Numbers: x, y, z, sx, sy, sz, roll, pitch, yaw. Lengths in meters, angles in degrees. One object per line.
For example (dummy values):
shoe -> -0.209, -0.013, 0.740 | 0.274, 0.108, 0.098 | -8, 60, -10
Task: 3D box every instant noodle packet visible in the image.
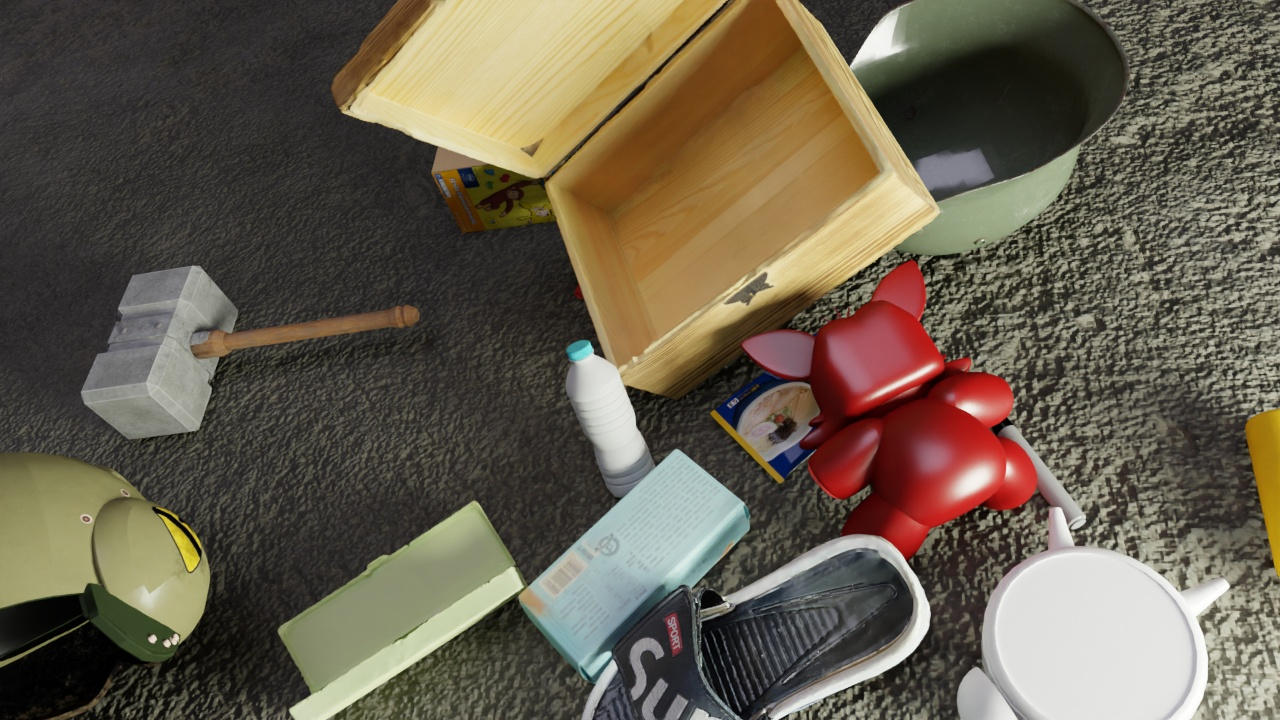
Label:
instant noodle packet -> 0.137, 0.033, 0.766 | 0.134, 0.026, 0.087 | -36, 58, -13

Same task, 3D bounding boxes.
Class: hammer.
hammer -> -0.369, -0.024, 0.913 | 0.318, 0.083, 0.162 | -7, 53, 10

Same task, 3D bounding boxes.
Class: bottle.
bottle -> 0.445, 0.103, 0.617 | 0.043, 0.043, 0.143 | 1, 55, 16
bottle -> -0.026, 0.046, 0.732 | 0.044, 0.136, 0.044 | -17, 26, 8

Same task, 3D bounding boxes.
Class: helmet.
helmet -> 0.268, -0.183, 0.809 | 0.268, 0.154, 0.226 | -18, 55, 7
helmet -> -0.433, 0.181, 0.653 | 0.250, 0.256, 0.233 | -34, 56, -12

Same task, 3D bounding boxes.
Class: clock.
clock -> 0.285, 0.191, 0.588 | 0.125, 0.073, 0.160 | 25, 71, 29

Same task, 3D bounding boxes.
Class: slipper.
slipper -> 0.063, 0.200, 0.613 | 0.264, 0.063, 0.111 | -28, 57, 7

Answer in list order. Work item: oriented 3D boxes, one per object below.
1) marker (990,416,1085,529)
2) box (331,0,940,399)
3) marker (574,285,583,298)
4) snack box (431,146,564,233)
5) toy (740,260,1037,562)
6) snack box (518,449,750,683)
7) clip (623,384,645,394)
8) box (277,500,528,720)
marker -> 0.291, 0.068, 0.703 | 0.016, 0.016, 0.140 | -24, 52, -3
box -> -0.013, -0.187, 0.699 | 0.280, 0.335, 0.286 | -38, 55, 28
marker -> -0.038, -0.120, 0.938 | 0.013, 0.013, 0.141 | 8, 57, 20
snack box -> -0.142, -0.187, 0.968 | 0.126, 0.088, 0.040 | -5, 53, 11
toy -> 0.187, 0.039, 0.680 | 0.158, 0.120, 0.197 | -27, 68, -2
snack box -> -0.002, 0.154, 0.698 | 0.174, 0.053, 0.075 | -43, 55, -15
clip -> -0.008, 0.006, 0.831 | 0.049, 0.026, 0.061 | -33, 60, -5
box -> -0.185, 0.192, 0.701 | 0.187, 0.082, 0.098 | -34, 79, -10
